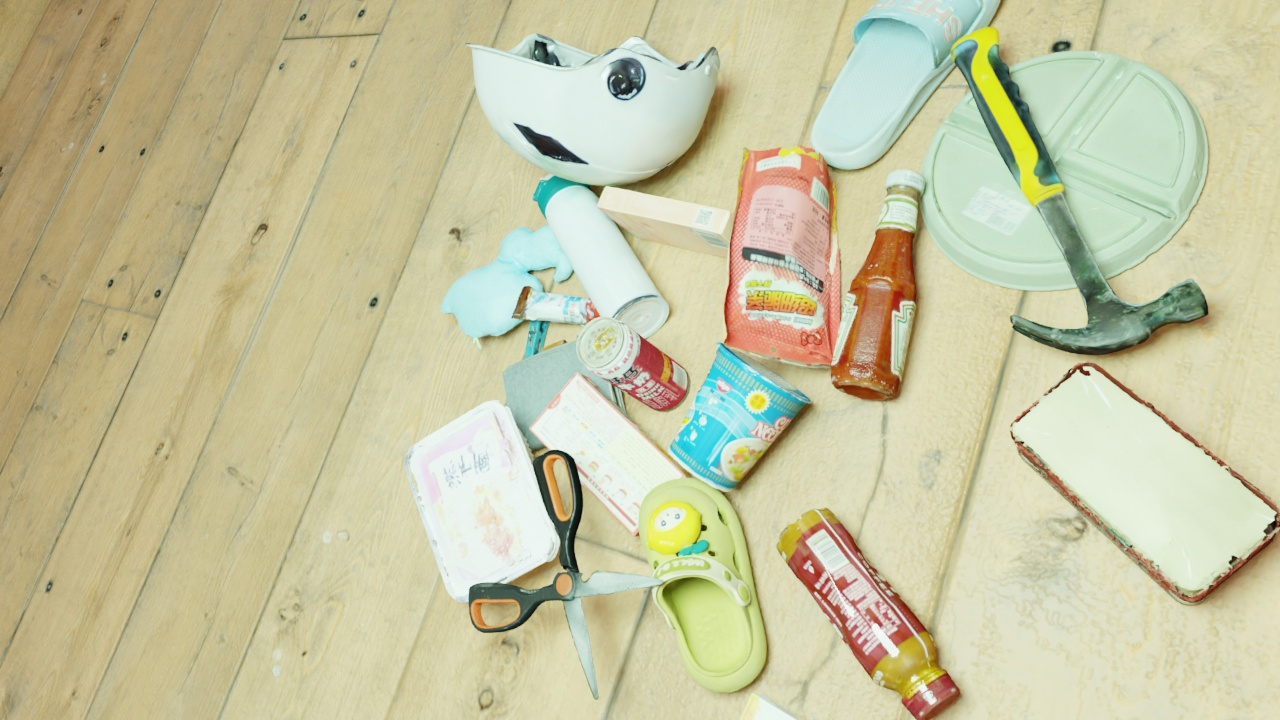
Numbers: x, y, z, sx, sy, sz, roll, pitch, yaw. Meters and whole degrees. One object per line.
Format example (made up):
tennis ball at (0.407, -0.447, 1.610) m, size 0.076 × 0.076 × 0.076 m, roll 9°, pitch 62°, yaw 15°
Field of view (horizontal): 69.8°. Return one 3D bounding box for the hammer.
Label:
hammer at (0.327, -0.149, 0.759) m, size 0.126 × 0.032 × 0.322 m, roll -24°, pitch 60°, yaw 21°

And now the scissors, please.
scissors at (-0.072, 0.188, 0.825) m, size 0.231 × 0.021 × 0.220 m, roll -14°, pitch 69°, yaw 35°

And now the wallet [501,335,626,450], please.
wallet at (-0.081, 0.032, 0.967) m, size 0.130 × 0.037 × 0.106 m, roll -19°, pitch 73°, yaw 25°

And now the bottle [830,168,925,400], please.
bottle at (0.215, -0.069, 0.808) m, size 0.060 × 0.059 × 0.206 m, roll 7°, pitch 76°, yaw 33°

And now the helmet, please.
helmet at (-0.052, -0.259, 0.961) m, size 0.229 × 0.258 × 0.146 m, roll 32°, pitch 127°, yaw 51°

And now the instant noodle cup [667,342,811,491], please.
instant noodle cup at (0.082, 0.055, 0.827) m, size 0.099 × 0.099 × 0.110 m, roll 39°, pitch 101°, yaw 36°

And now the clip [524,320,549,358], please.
clip at (-0.116, -0.025, 1.020) m, size 0.014 × 0.046 × 0.057 m, roll 1°, pitch 75°, yaw 29°

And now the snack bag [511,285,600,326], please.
snack bag at (-0.086, -0.057, 0.997) m, size 0.104 × 0.026 × 0.048 m, roll 11°, pitch 64°, yaw 9°

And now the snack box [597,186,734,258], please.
snack box at (0.040, -0.137, 0.931) m, size 0.157 × 0.084 × 0.026 m, roll 19°, pitch 84°, yaw 35°

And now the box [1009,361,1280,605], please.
box at (0.352, 0.085, 0.654) m, size 0.091 × 0.077 × 0.168 m, roll -45°, pitch 54°, yaw 7°

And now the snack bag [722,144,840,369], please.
snack bag at (0.134, -0.095, 0.846) m, size 0.073 × 0.128 × 0.207 m, roll -35°, pitch 44°, yaw 58°

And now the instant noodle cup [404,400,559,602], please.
instant noodle cup at (-0.152, 0.143, 0.933) m, size 0.138 × 0.060 × 0.173 m, roll -30°, pitch 70°, yaw 18°

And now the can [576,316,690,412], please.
can at (-0.005, 0.005, 0.870) m, size 0.053 × 0.132 × 0.053 m, roll -12°, pitch 65°, yaw 27°

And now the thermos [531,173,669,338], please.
thermos at (-0.046, -0.121, 0.988) m, size 0.073 × 0.073 × 0.224 m, roll -38°, pitch 57°, yaw 12°

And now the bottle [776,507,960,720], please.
bottle at (0.178, 0.198, 0.725) m, size 0.057 × 0.057 × 0.175 m, roll -43°, pitch 55°, yaw 10°

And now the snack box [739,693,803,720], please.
snack box at (0.137, 0.337, 0.714) m, size 0.157 × 0.027 × 0.084 m, roll 22°, pitch 83°, yaw 35°

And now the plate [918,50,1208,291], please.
plate at (0.353, -0.169, 0.788) m, size 0.231 × 0.027 × 0.229 m, roll -13°, pitch 64°, yaw 27°

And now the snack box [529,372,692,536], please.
snack box at (-0.031, 0.090, 0.895) m, size 0.156 × 0.027 × 0.077 m, roll 43°, pitch 96°, yaw 22°

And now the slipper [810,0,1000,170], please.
slipper at (0.243, -0.297, 0.879) m, size 0.104 × 0.074 × 0.245 m, roll 36°, pitch 93°, yaw 37°

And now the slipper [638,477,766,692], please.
slipper at (0.051, 0.187, 0.789) m, size 0.092 × 0.081 × 0.190 m, roll -22°, pitch 66°, yaw 9°

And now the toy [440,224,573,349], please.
toy at (-0.153, -0.087, 1.051) m, size 0.162 × 0.050 × 0.156 m, roll 1°, pitch 65°, yaw 22°
